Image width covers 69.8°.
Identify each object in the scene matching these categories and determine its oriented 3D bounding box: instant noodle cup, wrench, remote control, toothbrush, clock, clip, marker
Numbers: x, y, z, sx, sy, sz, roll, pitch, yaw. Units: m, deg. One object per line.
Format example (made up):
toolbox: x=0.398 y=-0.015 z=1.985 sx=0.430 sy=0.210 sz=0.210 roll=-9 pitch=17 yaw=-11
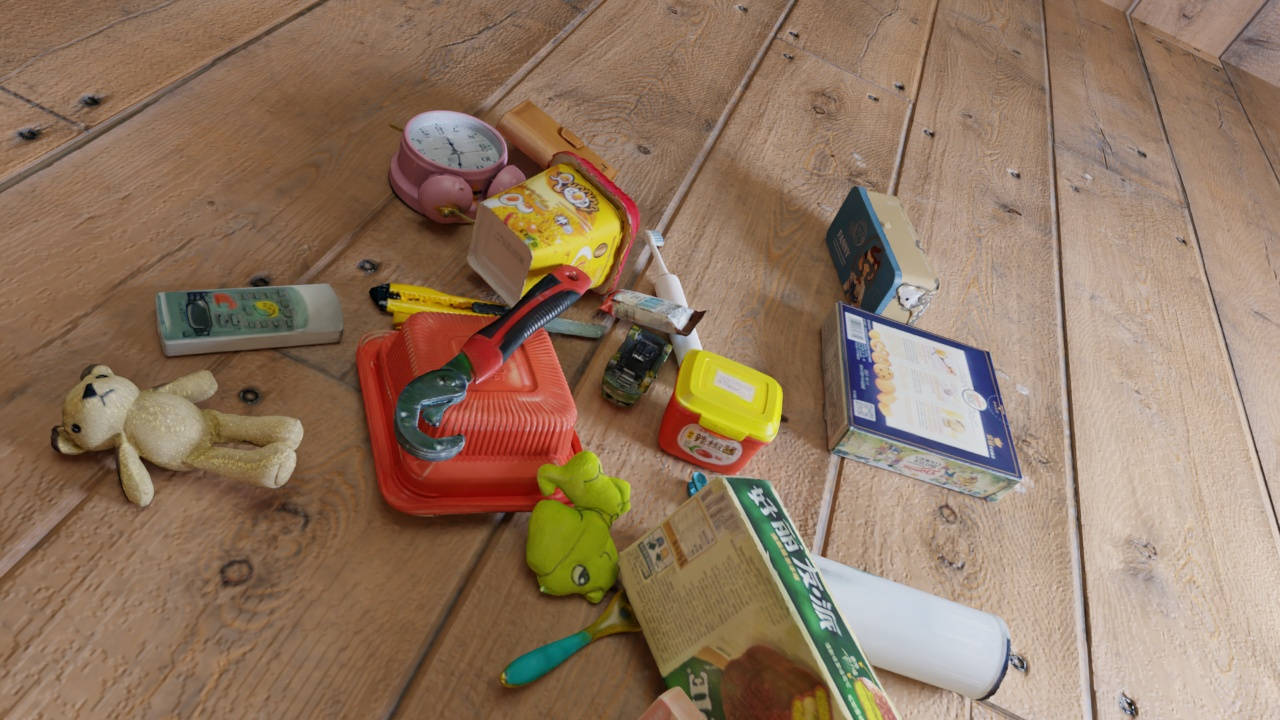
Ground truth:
instant noodle cup: x=-0.124 y=0.028 z=0.708 sx=0.164 sy=0.079 sz=0.188 roll=2 pitch=42 yaw=-29
wrench: x=-0.103 y=-0.013 z=0.687 sx=0.056 sy=0.016 sz=0.272 roll=29 pitch=36 yaw=4
remote control: x=-0.306 y=-0.034 z=0.725 sx=0.135 sy=0.019 sz=0.056 roll=-6 pitch=51 yaw=-30
toothbrush: x=0.032 y=-0.056 z=0.903 sx=0.026 sy=0.027 sz=0.220 roll=-1 pitch=48 yaw=-17
instant noodle cup: x=-0.083 y=-0.112 z=0.838 sx=0.116 sy=0.116 sz=0.123 roll=44 pitch=47 yaw=19
clock: x=-0.177 y=-0.183 z=0.903 sx=0.117 sy=0.060 sz=0.158 roll=-14 pitch=56 yaw=-34
clip: x=0.051 y=0.116 z=0.746 sx=0.014 sy=0.041 sz=0.056 roll=7 pitch=39 yaw=-21
marker: x=-0.151 y=-0.027 z=0.794 sx=0.123 sy=0.018 sz=0.015 roll=7 pitch=85 yaw=-21

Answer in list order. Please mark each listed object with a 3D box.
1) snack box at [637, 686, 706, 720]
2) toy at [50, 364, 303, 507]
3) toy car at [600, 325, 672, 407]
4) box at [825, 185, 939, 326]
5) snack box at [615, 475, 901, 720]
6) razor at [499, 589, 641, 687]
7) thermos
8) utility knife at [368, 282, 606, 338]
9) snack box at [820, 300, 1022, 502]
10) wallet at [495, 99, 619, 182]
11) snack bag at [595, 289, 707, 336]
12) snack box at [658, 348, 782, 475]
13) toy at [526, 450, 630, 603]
snack box: x=0.042 y=0.279 z=0.531 sx=0.157 sy=0.085 sz=0.026 roll=48 pitch=23 yaw=23
toy: x=-0.305 y=0.047 z=0.611 sx=0.157 sy=0.066 sz=0.105 roll=13 pitch=61 yaw=-3
toy car: x=-0.005 y=0.005 z=0.817 sx=0.043 sy=0.036 sz=0.091 roll=28 pitch=42 yaw=5
box: x=0.266 y=-0.117 z=1.030 sx=0.060 sy=0.090 sz=0.184 roll=7 pitch=43 yaw=-18
snack box: x=0.080 y=0.202 z=0.586 sx=0.063 sy=0.115 sz=0.240 roll=11 pitch=43 yaw=-48
razor: x=-0.043 y=0.189 z=0.620 sx=0.132 sy=0.028 sz=0.043 roll=-18 pitch=71 yaw=-43
thermos: x=0.160 y=0.188 z=0.692 sx=0.224 sy=0.073 sz=0.073 roll=20 pitch=43 yaw=-6
utility knife: x=-0.131 y=-0.043 z=0.820 sx=0.216 sy=0.015 sz=0.033 roll=8 pitch=48 yaw=-19
snack box: x=0.272 y=0.038 z=0.910 sx=0.182 sy=0.046 sz=0.177 roll=18 pitch=43 yaw=-8
wallet: x=-0.085 y=-0.223 z=0.978 sx=0.132 sy=0.031 sz=0.107 roll=39 pitch=24 yaw=-10
snack bag: x=0.007 y=-0.046 z=0.862 sx=0.104 sy=0.026 sz=0.048 roll=16 pitch=38 yaw=19
snack box: x=0.065 y=0.046 z=0.777 sx=0.091 sy=0.080 sz=0.081 roll=22 pitch=43 yaw=-4
toy: x=-0.047 y=0.121 z=0.663 sx=0.096 sy=0.031 sz=0.100 roll=43 pitch=72 yaw=-7
